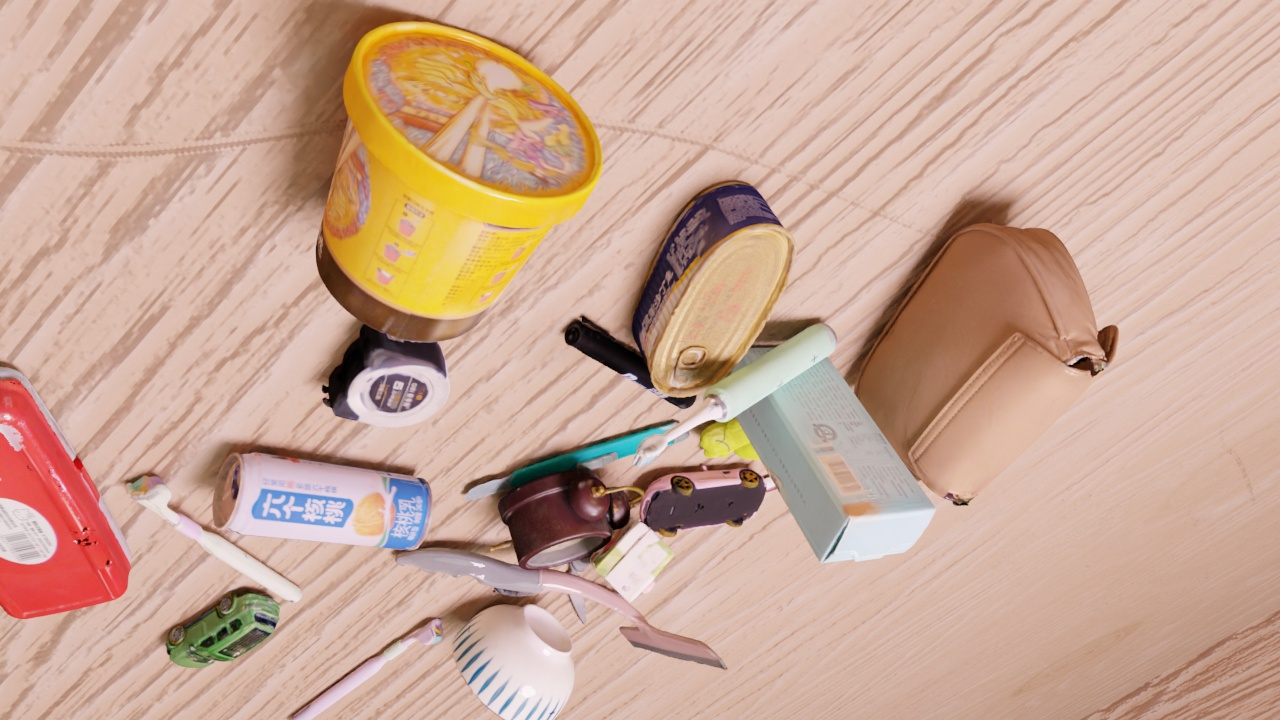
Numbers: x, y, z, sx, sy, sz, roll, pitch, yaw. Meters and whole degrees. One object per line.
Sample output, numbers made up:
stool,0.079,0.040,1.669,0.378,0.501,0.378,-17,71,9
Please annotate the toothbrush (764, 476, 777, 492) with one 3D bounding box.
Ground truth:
toothbrush,0.064,0.134,0.836,0.187,0.017,0.016,-18,143,-8

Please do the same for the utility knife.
utility knife,-0.047,0.080,0.721,0.186,0.013,0.029,-16,141,-11

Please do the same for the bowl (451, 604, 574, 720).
bowl,-0.103,0.262,0.822,0.066,0.116,0.116,-50,137,7

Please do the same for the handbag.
handbag,0.254,0.003,0.684,0.099,0.147,0.205,0,139,-25

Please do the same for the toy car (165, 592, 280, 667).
toy car,-0.323,0.212,0.709,0.091,0.036,0.043,-29,142,12

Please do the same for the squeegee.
squeegee,-0.078,0.191,0.758,0.249,0.040,0.248,21,163,-11

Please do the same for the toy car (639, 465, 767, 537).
toy car,0.054,0.120,0.797,0.122,0.037,0.056,-1,124,-30

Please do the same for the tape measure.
tape measure,-0.154,0.011,0.572,0.066,0.033,0.066,21,125,-39

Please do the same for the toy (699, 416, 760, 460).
toy,0.100,0.061,0.759,0.097,0.031,0.100,-32,146,30

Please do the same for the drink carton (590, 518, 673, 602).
drink carton,-0.008,0.163,0.753,0.053,0.045,0.122,-45,178,-10

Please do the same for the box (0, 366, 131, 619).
box,-0.372,0.083,0.540,0.086,0.046,0.202,-11,139,-16

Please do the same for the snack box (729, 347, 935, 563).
snack box,0.131,0.062,0.666,0.074,0.174,0.052,0,132,-26

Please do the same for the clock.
clock,-0.054,0.120,0.712,0.122,0.055,0.082,-25,155,14

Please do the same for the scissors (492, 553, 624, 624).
scissors,-0.066,0.208,0.854,0.159,0.014,0.178,-1,136,-26

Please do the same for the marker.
marker,-0.004,0.004,0.654,0.132,0.020,0.022,31,87,-44

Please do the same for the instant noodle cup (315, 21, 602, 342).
instant noodle cup,-0.095,-0.079,0.443,0.118,0.118,0.115,6,139,-33

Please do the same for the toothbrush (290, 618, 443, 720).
toothbrush,-0.256,0.293,0.848,0.189,0.029,0.021,-35,100,15

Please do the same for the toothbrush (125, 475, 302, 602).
toothbrush,-0.291,0.133,0.649,0.029,0.020,0.190,1,145,17

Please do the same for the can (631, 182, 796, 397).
can,0.044,-0.043,0.601,0.074,0.049,0.148,1,135,-28

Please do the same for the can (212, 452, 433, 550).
can,-0.212,0.096,0.621,0.134,0.053,0.053,16,126,-39

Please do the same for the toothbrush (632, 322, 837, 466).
toothbrush,0.070,0.020,0.626,0.223,0.026,0.027,-28,152,-44
